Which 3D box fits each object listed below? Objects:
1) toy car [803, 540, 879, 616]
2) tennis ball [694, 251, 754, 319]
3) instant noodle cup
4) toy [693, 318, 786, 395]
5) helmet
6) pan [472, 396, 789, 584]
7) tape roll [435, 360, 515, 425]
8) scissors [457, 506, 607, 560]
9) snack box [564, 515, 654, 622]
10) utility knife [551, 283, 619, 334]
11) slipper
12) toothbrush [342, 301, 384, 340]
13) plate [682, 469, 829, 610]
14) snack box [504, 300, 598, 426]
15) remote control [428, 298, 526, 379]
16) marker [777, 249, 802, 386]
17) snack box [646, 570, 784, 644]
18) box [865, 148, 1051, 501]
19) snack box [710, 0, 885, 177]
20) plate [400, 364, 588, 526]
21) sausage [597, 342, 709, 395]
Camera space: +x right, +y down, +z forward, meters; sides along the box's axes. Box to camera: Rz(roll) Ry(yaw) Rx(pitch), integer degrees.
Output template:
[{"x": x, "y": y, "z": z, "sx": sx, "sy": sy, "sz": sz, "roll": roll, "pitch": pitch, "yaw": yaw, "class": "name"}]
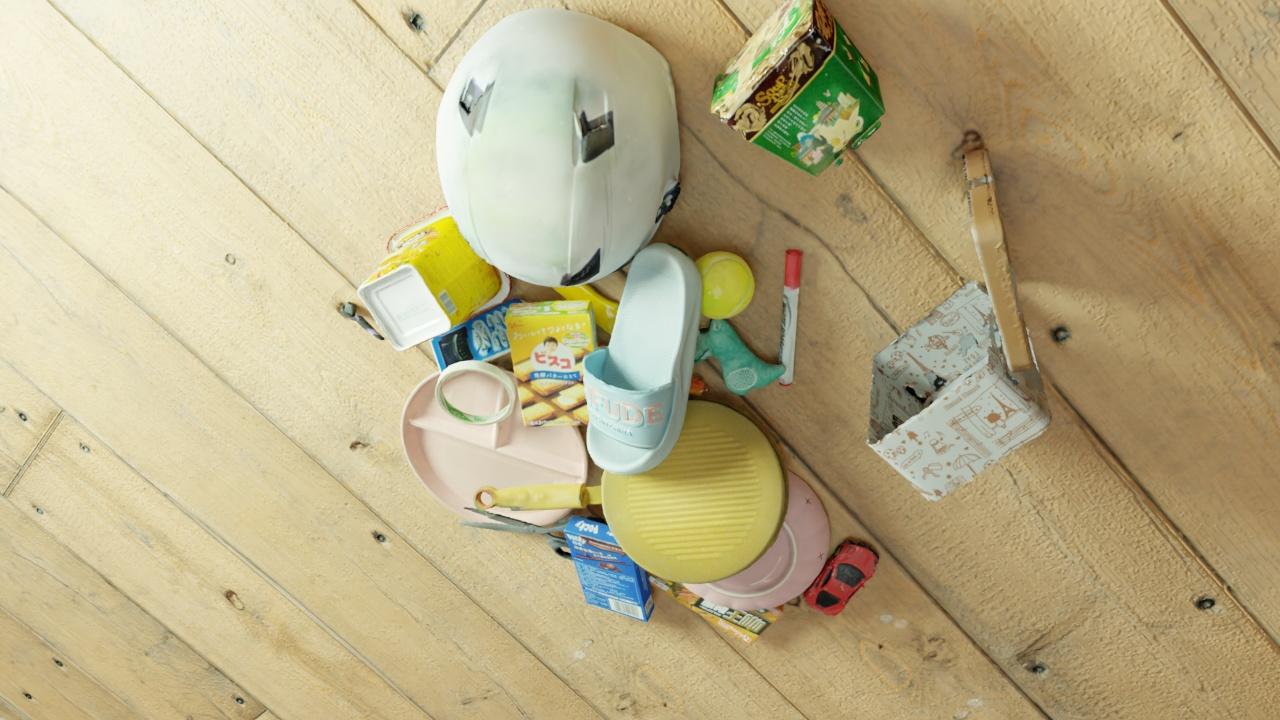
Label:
[{"x": 0.226, "y": 0.246, "z": 1.035, "sx": 0.049, "sy": 0.031, "sz": 0.106, "roll": 29, "pitch": 120, "yaw": -3, "class": "toy car"}, {"x": 0.076, "y": -0.072, "z": 0.879, "sx": 0.065, "sy": 0.065, "sz": 0.066, "roll": 7, "pitch": 120, "yaw": 12, "class": "tennis ball"}, {"x": -0.211, "y": -0.077, "z": 0.925, "sx": 0.116, "sy": 0.123, "sz": 0.116, "roll": -21, "pitch": 111, "yaw": 25, "class": "instant noodle cup"}, {"x": 0.088, "y": -0.003, "z": 0.937, "sx": 0.097, "sy": 0.030, "sz": 0.092, "roll": -30, "pitch": 102, "yaw": 36, "class": "toy"}, {"x": -0.083, "y": -0.171, "z": 0.817, "sx": 0.229, "sy": 0.145, "sz": 0.259, "roll": 16, "pitch": 118, "yaw": 7, "class": "helmet"}, {"x": -0.020, "y": 0.143, "z": 0.991, "sx": 0.358, "sy": 0.078, "sz": 0.197, "roll": -5, "pitch": 87, "yaw": 9, "class": "pan"}, {"x": -0.179, "y": 0.036, "z": 0.998, "sx": 0.086, "sy": 0.013, "sz": 0.086, "roll": 1, "pitch": 130, "yaw": 1, "class": "tape roll"}, {"x": -0.120, "y": 0.198, "z": 1.085, "sx": 0.164, "sy": 0.014, "sz": 0.164, "roll": -21, "pitch": 130, "yaw": 20, "class": "scissors"}, {"x": -0.035, "y": 0.247, "z": 1.082, "sx": 0.085, "sy": 0.026, "sz": 0.157, "roll": 12, "pitch": 137, "yaw": 21, "class": "snack box"}, {"x": -0.078, "y": -0.085, "z": 0.945, "sx": 0.223, "sy": 0.015, "sz": 0.033, "roll": 39, "pitch": 114, "yaw": -7, "class": "utility knife"}, {"x": -0.005, "y": 0.007, "z": 0.881, "sx": 0.104, "sy": 0.074, "sz": 0.246, "roll": 32, "pitch": 119, "yaw": 35, "class": "slipper"}, {"x": -0.290, "y": -0.042, "z": 0.961, "sx": 0.014, "sy": 0.189, "sz": 0.017, "roll": 14, "pitch": 95, "yaw": -29, "class": "toothbrush"}, {"x": 0.112, "y": 0.201, "z": 1.018, "sx": 0.192, "sy": 0.039, "sz": 0.193, "roll": 3, "pitch": 110, "yaw": 9, "class": "plate"}, {"x": -0.086, "y": 0.005, "z": 0.954, "sx": 0.087, "sy": 0.033, "sz": 0.141, "roll": -1, "pitch": 121, "yaw": 6, "class": "snack box"}, {"x": -0.170, "y": -0.023, "z": 0.989, "sx": 0.125, "sy": 0.024, "sz": 0.049, "roll": -22, "pitch": 81, "yaw": 18, "class": "remote control"}, {"x": 0.147, "y": -0.040, "z": 0.905, "sx": 0.017, "sy": 0.017, "sz": 0.145, "roll": 6, "pitch": 120, "yaw": 13, "class": "marker"}, {"x": 0.088, "y": 0.272, "z": 1.091, "sx": 0.153, "sy": 0.026, "sz": 0.075, "roll": 33, "pitch": 123, "yaw": -3, "class": "snack box"}, {"x": 0.282, "y": -0.026, "z": 0.779, "sx": 0.136, "sy": 0.179, "sz": 0.270, "roll": 15, "pitch": 123, "yaw": 8, "class": "box"}, {"x": 0.135, "y": -0.225, "z": 0.760, "sx": 0.105, "sy": 0.117, "sz": 0.118, "roll": 35, "pitch": 125, "yaw": -19, "class": "snack box"}, {"x": -0.168, "y": 0.101, "z": 1.069, "sx": 0.230, "sy": 0.028, "sz": 0.230, "roll": 7, "pitch": 120, "yaw": 11, "class": "plate"}, {"x": -0.006, "y": 0.006, "z": 0.972, "sx": 0.165, "sy": 0.021, "sz": 0.021, "roll": 19, "pitch": 122, "yaw": 5, "class": "sausage"}]
